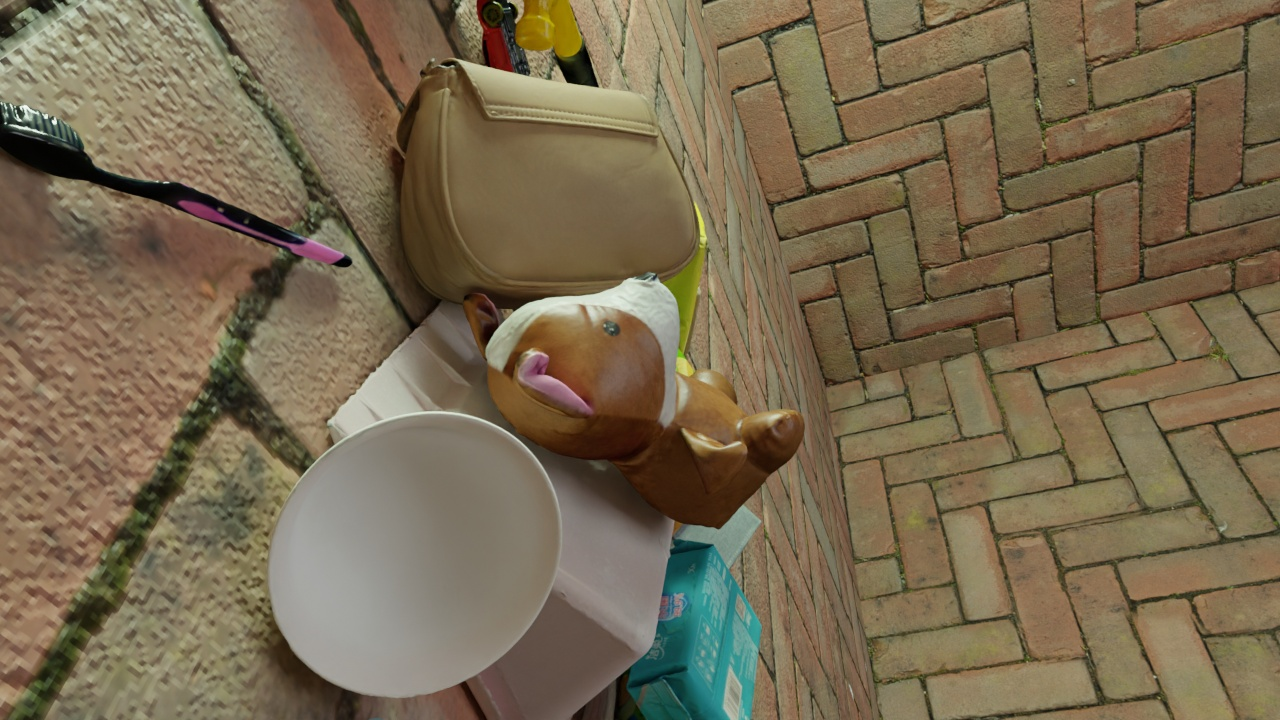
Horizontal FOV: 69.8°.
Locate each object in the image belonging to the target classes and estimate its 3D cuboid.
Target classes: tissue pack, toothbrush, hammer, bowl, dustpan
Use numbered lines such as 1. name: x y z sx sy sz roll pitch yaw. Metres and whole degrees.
1. tissue pack: 0.039 0.194 0.623 0.093 0.050 0.133 60 27 -24
2. toothbrush: -0.027 0.277 0.593 0.179 0.016 0.016 -86 164 -48
3. hammer: -0.065 -0.286 0.828 0.301 0.033 0.128 53 41 -82
4. bowl: -0.099 0.073 0.393 0.065 0.118 0.118 20 -47 62
5. toothbrush: -0.175 -0.063 0.375 0.017 0.014 0.189 66 12 13
6. dustpan: -0.083 0.110 0.559 0.273 0.139 0.222 44 24 -9

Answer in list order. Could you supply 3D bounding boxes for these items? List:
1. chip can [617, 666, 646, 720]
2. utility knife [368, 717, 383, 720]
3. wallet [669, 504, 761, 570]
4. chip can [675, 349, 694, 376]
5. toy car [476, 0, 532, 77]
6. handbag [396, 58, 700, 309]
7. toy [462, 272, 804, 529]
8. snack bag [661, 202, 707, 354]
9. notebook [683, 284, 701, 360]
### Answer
1. chip can: 0.020 0.223 0.705 0.235 0.072 0.072 -86 156 -48
2. utility knife: -0.087 0.202 0.448 0.176 0.013 0.029 56 24 -51
3. wallet: 0.026 0.115 0.731 0.130 0.037 0.106 40 38 6
4. chip can: -0.004 0.004 0.674 0.221 0.073 0.072 56 11 13
5. toy car: -0.110 -0.253 0.743 0.049 0.031 0.106 -70 149 -66
6. handbag: -0.061 -0.106 0.590 0.204 0.100 0.147 -5 85 -44
7. toy: -0.003 0.017 0.522 0.199 0.140 0.130 22 91 -29
8. snack bag: 0.010 -0.060 0.825 0.246 0.068 0.158 -82 -176 -73
9. notebook: 0.037 -0.018 0.913 0.207 0.008 0.148 -91 -169 -74
